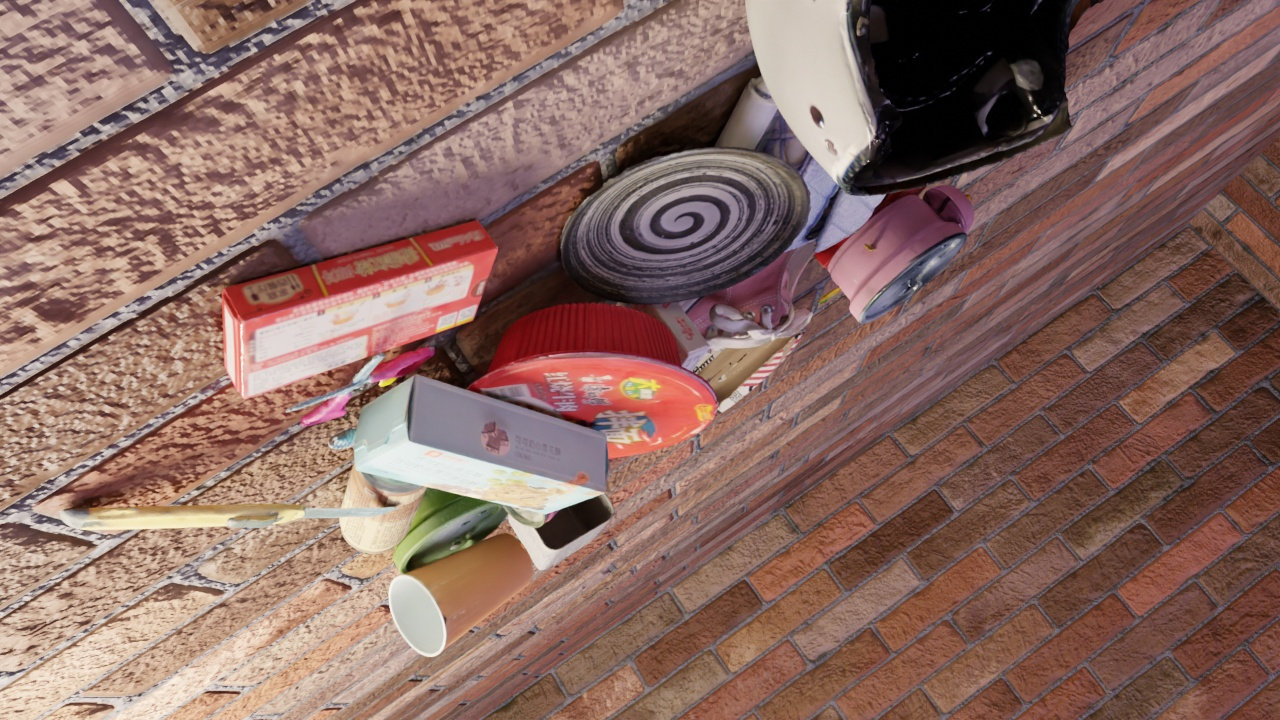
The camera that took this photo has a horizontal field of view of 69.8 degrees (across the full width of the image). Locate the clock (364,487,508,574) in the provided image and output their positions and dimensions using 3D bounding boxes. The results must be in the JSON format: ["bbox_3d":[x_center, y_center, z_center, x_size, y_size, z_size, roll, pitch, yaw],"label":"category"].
[{"bbox_3d":[-0.174,0.142,0.872,0.160,0.056,0.116,-15,153,-47],"label":"clock"}]

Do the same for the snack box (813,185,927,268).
[{"bbox_3d":[0.225,-0.172,0.811,0.058,0.057,0.208,-11,150,-46],"label":"snack box"}]

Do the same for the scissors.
[{"bbox_3d":[-0.184,0.018,0.580,0.130,0.017,0.133,-31,-179,22],"label":"scissors"}]

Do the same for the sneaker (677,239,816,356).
[{"bbox_3d":[0.089,-0.049,0.819,0.241,0.088,0.118,-40,161,9],"label":"sneaker"}]

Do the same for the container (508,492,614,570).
[{"bbox_3d":[-0.096,0.177,1.046,0.090,0.090,0.114,-27,162,-25],"label":"container"}]

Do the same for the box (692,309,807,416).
[{"bbox_3d":[0.103,-0.013,1.009,0.164,0.083,0.075,-45,-164,24],"label":"box"}]

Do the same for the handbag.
[{"bbox_3d":[0.151,-0.160,0.680,0.134,0.075,0.194,-25,159,-25],"label":"handbag"}]

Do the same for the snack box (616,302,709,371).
[{"bbox_3d":[-0.005,0.005,0.790,0.026,0.084,0.157,-20,156,-38],"label":"snack box"}]

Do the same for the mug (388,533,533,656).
[{"bbox_3d":[-0.164,0.213,0.863,0.122,0.078,0.078,-23,158,-49],"label":"mug"}]

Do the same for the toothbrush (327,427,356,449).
[{"bbox_3d":[-0.142,0.036,0.721,0.223,0.026,0.027,-16,167,-45],"label":"toothbrush"}]

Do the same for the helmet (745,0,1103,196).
[{"bbox_3d":[0.143,-0.215,0.411,0.229,0.157,0.275,-18,144,-38],"label":"helmet"}]

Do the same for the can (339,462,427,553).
[{"bbox_3d":[-0.202,0.104,0.727,0.058,0.058,0.117,-21,156,-37],"label":"can"}]

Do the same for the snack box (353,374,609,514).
[{"bbox_3d":[-0.111,0.066,0.665,0.174,0.051,0.074,21,147,-39],"label":"snack box"}]

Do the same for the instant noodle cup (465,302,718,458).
[{"bbox_3d":[-0.040,0.013,0.696,0.194,0.065,0.194,-2,154,-1],"label":"instant noodle cup"}]

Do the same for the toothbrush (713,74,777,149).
[{"bbox_3d":[0.072,-0.160,0.619,0.222,0.027,0.026,120,-8,-50],"label":"toothbrush"}]

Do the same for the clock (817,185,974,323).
[{"bbox_3d":[0.237,-0.099,0.820,0.158,0.060,0.117,-26,160,-29],"label":"clock"}]

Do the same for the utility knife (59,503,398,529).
[{"bbox_3d":[-0.265,0.102,0.615,0.220,0.022,0.031,1,153,-46],"label":"utility knife"}]

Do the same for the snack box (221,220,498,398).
[{"bbox_3d":[-0.159,-0.031,0.528,0.152,0.025,0.075,-23,157,-34],"label":"snack box"}]

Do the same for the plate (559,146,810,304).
[{"bbox_3d":[0.031,-0.096,0.647,0.179,0.024,0.180,-9,152,-5],"label":"plate"}]

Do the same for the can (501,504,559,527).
[{"bbox_3d":[-0.069,0.090,0.865,0.146,0.058,0.058,-45,172,-42],"label":"can"}]
